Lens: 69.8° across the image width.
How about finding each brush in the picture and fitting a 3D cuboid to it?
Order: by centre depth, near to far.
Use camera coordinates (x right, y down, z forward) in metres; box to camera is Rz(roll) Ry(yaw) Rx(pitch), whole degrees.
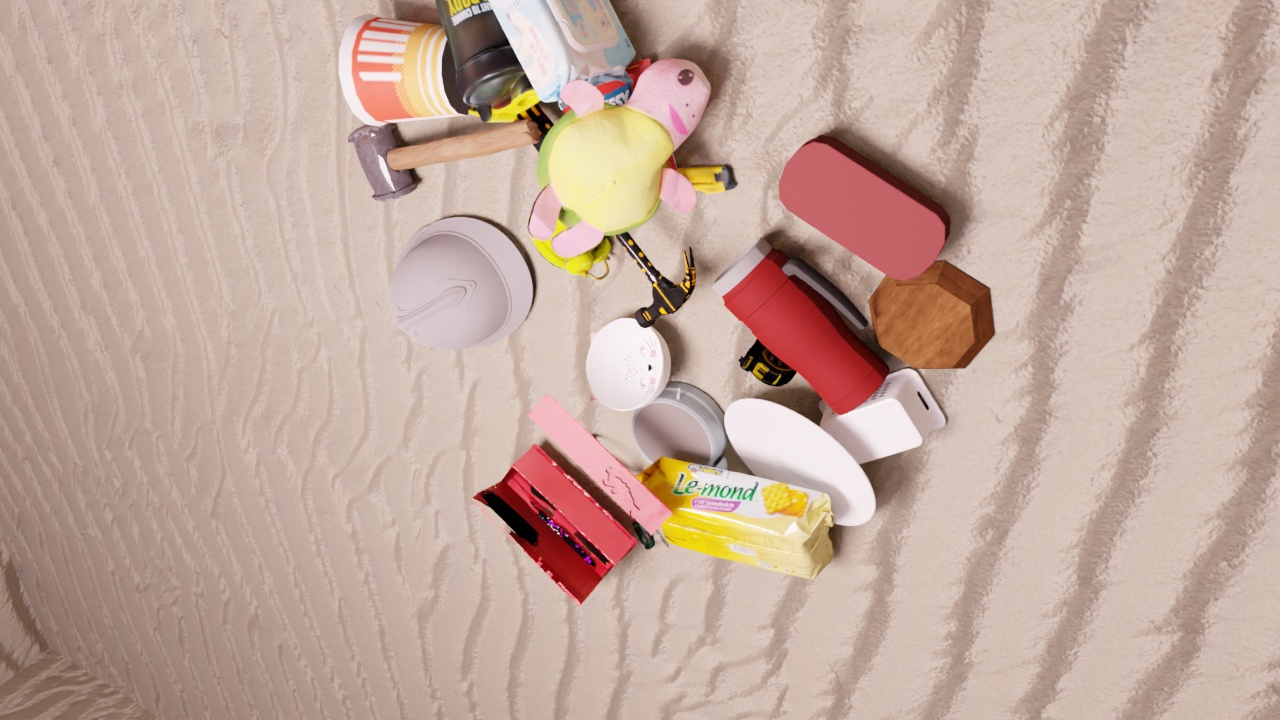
[{"bbox_3d":[0.224,-0.155,0.913,0.173,0.041,0.082,35,131,8],"label":"brush"}]

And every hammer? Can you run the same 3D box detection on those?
[{"bbox_3d":[-0.053,-0.185,1.019,0.320,0.036,0.124,53,138,2],"label":"hammer"},{"bbox_3d":[-0.236,-0.251,1.098,0.329,0.052,0.098,4,122,41],"label":"hammer"}]

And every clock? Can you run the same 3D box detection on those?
[{"bbox_3d":[-0.080,-0.144,1.083,0.057,0.083,0.119,-31,98,35],"label":"clock"},{"bbox_3d":[0.054,0.102,1.183,0.123,0.045,0.159,-8,113,36],"label":"clock"}]

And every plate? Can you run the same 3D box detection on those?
[{"bbox_3d":[0.297,-0.040,0.952,0.131,0.025,0.131,16,126,23],"label":"plate"},{"bbox_3d":[0.189,0.118,1.088,0.208,0.015,0.209,34,154,19],"label":"plate"}]

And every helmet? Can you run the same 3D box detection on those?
[{"bbox_3d":[-0.273,-0.077,1.221,0.272,0.117,0.183,-20,107,41],"label":"helmet"}]

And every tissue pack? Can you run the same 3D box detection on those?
[{"bbox_3d":[-0.082,-0.346,0.919,0.070,0.111,0.182,-25,95,44],"label":"tissue pack"}]

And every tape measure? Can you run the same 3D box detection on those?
[{"bbox_3d":[0.149,0.002,1.047,0.061,0.061,0.034,36,135,8],"label":"tape measure"}]

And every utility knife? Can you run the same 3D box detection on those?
[{"bbox_3d":[0.003,-0.201,1.041,0.225,0.019,0.030,5,113,33],"label":"utility knife"}]

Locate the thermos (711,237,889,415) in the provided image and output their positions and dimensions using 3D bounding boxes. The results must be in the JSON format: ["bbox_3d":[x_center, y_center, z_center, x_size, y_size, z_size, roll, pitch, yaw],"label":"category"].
[{"bbox_3d":[0.179,-0.042,0.984,0.198,0.083,0.108,45,139,-4],"label":"thermos"}]

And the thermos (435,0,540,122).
[{"bbox_3d":[-0.170,-0.362,0.963,0.098,0.097,0.221,-23,88,39],"label":"thermos"}]

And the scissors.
[{"bbox_3d":[-0.010,0.205,1.269,0.201,0.015,0.205,50,162,38],"label":"scissors"}]

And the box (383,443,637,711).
[{"bbox_3d":[-0.216,0.347,1.407,0.214,0.171,0.479,44,106,5],"label":"box"}]

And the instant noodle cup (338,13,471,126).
[{"bbox_3d":[-0.256,-0.332,1.053,0.121,0.123,0.123,7,123,19],"label":"instant noodle cup"}]

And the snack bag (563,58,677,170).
[{"bbox_3d":[-0.025,-0.245,1.011,0.131,0.039,0.144,-3,111,34],"label":"snack bag"}]

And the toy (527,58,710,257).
[{"bbox_3d":[-0.022,-0.208,0.929,0.190,0.087,0.238,37,98,-30],"label":"toy"}]

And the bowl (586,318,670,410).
[{"bbox_3d":[-0.007,0.007,1.138,0.115,0.050,0.114,-4,82,34],"label":"bowl"}]

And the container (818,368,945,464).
[{"bbox_3d":[0.263,0.069,1.028,0.130,0.049,0.081,-25,104,40],"label":"container"}]

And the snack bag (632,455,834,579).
[{"bbox_3d":[0.121,0.201,1.146,0.247,0.068,0.160,10,151,21],"label":"snack bag"}]
